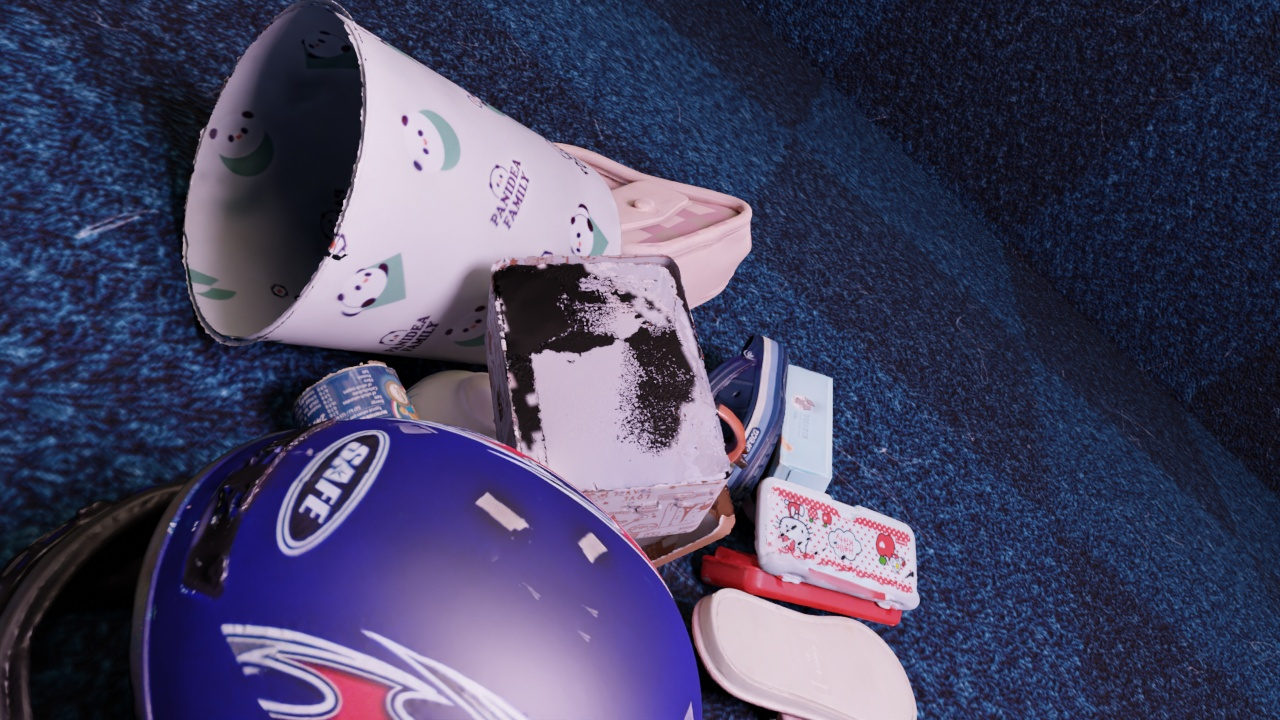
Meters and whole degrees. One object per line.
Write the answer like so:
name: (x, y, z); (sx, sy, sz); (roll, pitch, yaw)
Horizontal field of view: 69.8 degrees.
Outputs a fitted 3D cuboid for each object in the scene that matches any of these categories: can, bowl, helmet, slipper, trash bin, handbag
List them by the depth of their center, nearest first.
helmet: (-0.119, 0.141, 0.406); (0.315, 0.241, 0.246); (35, 30, -12)
can: (-0.171, 0.066, 0.595); (0.075, 0.075, 0.111); (-4, 54, -51)
bowl: (-0.123, 0.052, 0.678); (0.116, 0.066, 0.116); (30, 33, -22)
trash bin: (-0.162, -0.102, 0.682); (0.251, 0.230, 0.229); (14, 41, -48)
slipper: (0.133, 0.252, 0.742); (0.274, 0.055, 0.114); (27, 37, -38)
handbag: (-0.029, -0.136, 0.859); (0.234, 0.094, 0.192); (37, 38, 23)
slipper: (0.086, 0.048, 0.889); (0.095, 0.105, 0.252); (22, 37, 3)

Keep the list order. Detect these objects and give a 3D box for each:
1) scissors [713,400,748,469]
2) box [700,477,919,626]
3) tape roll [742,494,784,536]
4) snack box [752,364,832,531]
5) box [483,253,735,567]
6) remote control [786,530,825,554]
scissors: (0.013, 0.026, 0.742); (0.225, 0.189, 0.015); (37, 35, -17)
box: (0.158, 0.167, 0.805); (0.201, 0.095, 0.101); (22, 76, -33)
tape roll: (0.133, 0.144, 0.916); (0.085, 0.014, 0.085); (30, 33, -22)
snack box: (0.150, 0.082, 0.890); (0.051, 0.074, 0.174); (18, 33, 1)
box: (-0.028, 0.049, 0.634); (0.154, 0.185, 0.182); (-2, 57, -17)
remote control: (0.157, 0.144, 0.904); (0.049, 0.024, 0.124); (30, 29, -21)
